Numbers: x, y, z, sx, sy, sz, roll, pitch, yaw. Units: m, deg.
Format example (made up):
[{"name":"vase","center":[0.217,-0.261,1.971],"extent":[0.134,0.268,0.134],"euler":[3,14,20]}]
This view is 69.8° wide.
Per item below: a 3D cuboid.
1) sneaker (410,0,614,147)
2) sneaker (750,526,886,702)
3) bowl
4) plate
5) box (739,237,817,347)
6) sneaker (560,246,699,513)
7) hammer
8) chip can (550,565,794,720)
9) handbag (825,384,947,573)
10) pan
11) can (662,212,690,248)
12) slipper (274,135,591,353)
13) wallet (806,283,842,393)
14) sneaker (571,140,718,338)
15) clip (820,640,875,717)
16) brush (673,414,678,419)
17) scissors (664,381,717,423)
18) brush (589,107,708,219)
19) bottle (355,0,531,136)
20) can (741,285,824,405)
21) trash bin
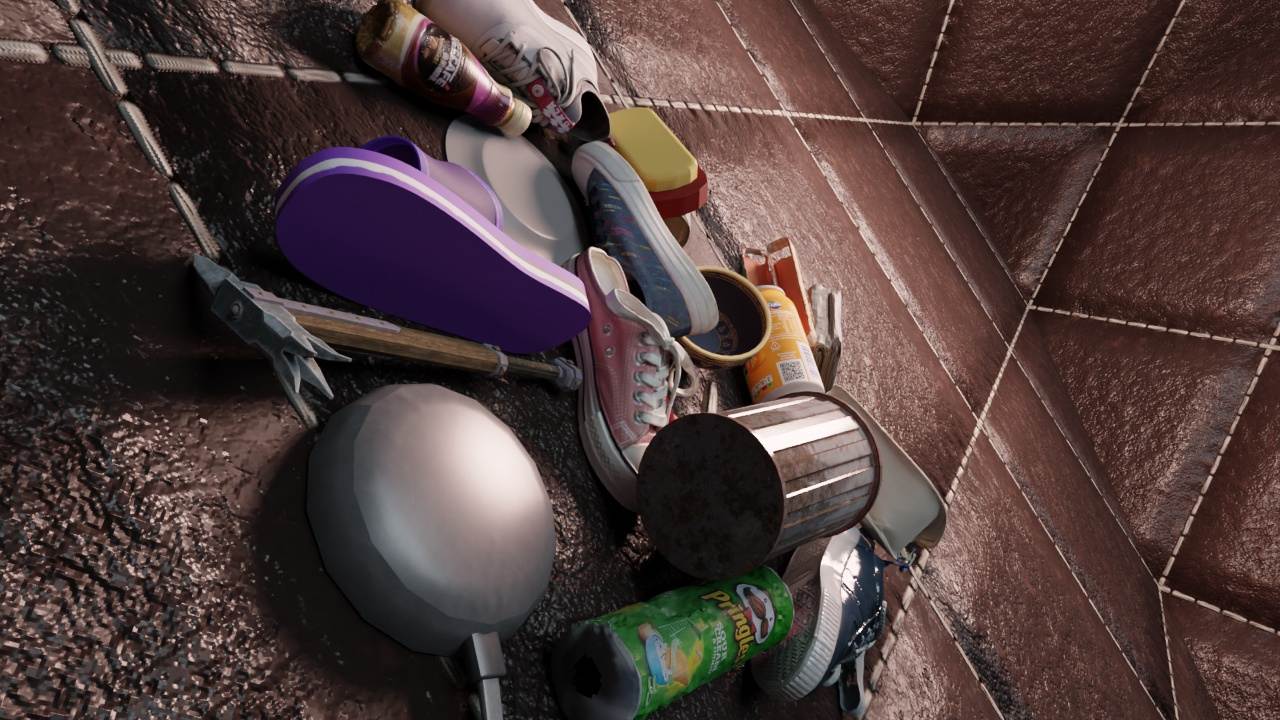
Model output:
[{"name":"sneaker","center":[-0.113,-0.285,0.884],"extent":[0.262,0.097,0.128],"euler":[15,44,-60]},{"name":"sneaker","center":[0.167,0.226,0.802],"extent":[0.087,0.089,0.234],"euler":[46,34,-1]},{"name":"bowl","center":[0.071,-0.034,0.947],"extent":[0.112,0.061,0.112],"euler":[8,58,-13]},{"name":"plate","center":[-0.108,-0.158,0.857],"extent":[0.178,0.012,0.178],"euler":[37,35,-32]},{"name":"box","center":[0.170,-0.082,1.154],"extent":[0.043,0.083,0.186],"euler":[52,23,-42]},{"name":"sneaker","center":[-0.005,0.004,0.771],"extent":[0.118,0.088,0.240],"euler":[14,56,-51]},{"name":"hammer","center":[-0.138,-0.009,0.619],"extent":[0.147,0.028,0.316],"euler":[34,10,30]},{"name":"chip can","center":[0.030,0.198,0.655],"extent":[0.222,0.076,0.075],"euler":[2,60,-56]},{"name":"handbag","center":[0.231,0.137,0.978],"extent":[0.200,0.093,0.199],"euler":[52,-2,36]},{"name":"pan","center":[-0.091,0.167,0.533],"extent":[0.178,0.041,0.356],"euler":[15,49,-51]},{"name":"can","center":[0.021,-0.178,1.017],"extent":[0.067,0.067,0.120],"euler":[38,35,-31]},{"name":"slipper","center":[-0.140,-0.089,0.645],"extent":[0.266,0.107,0.084],"euler":[27,42,-52]},{"name":"wallet","center":[0.229,-0.023,1.169],"extent":[0.131,0.054,0.100],"euler":[-84,174,-50]},{"name":"sneaker","center":[-0.017,-0.110,0.893],"extent":[0.079,0.088,0.235],"euler":[-25,68,-18]},{"name":"clip","center":[0.213,0.279,0.904],"extent":[0.141,0.029,0.171],"euler":[40,34,-25]},{"name":"brush","center":[0.036,0.069,0.856],"extent":[0.135,0.015,0.049],"euler":[45,32,-10]},{"name":"scissors","center":[0.044,0.067,0.838],"extent":[0.193,0.015,0.178],"euler":[56,33,5]},{"name":"brush","center":[0.007,-0.218,0.978],"extent":[0.042,0.082,0.173],"euler":[89,-23,-45]},{"name":"bottle","center":[-0.166,-0.250,0.810],"extent":[0.166,0.060,0.059],"euler":[25,42,-44]},{"name":"can","center":[0.151,-0.008,1.037],"extent":[0.079,0.079,0.142],"euler":[24,43,-45]},{"name":"trash bin","center":[0.105,0.095,0.747],"extent":[0.210,0.131,0.130],"euler":[-3,64,-56]}]
